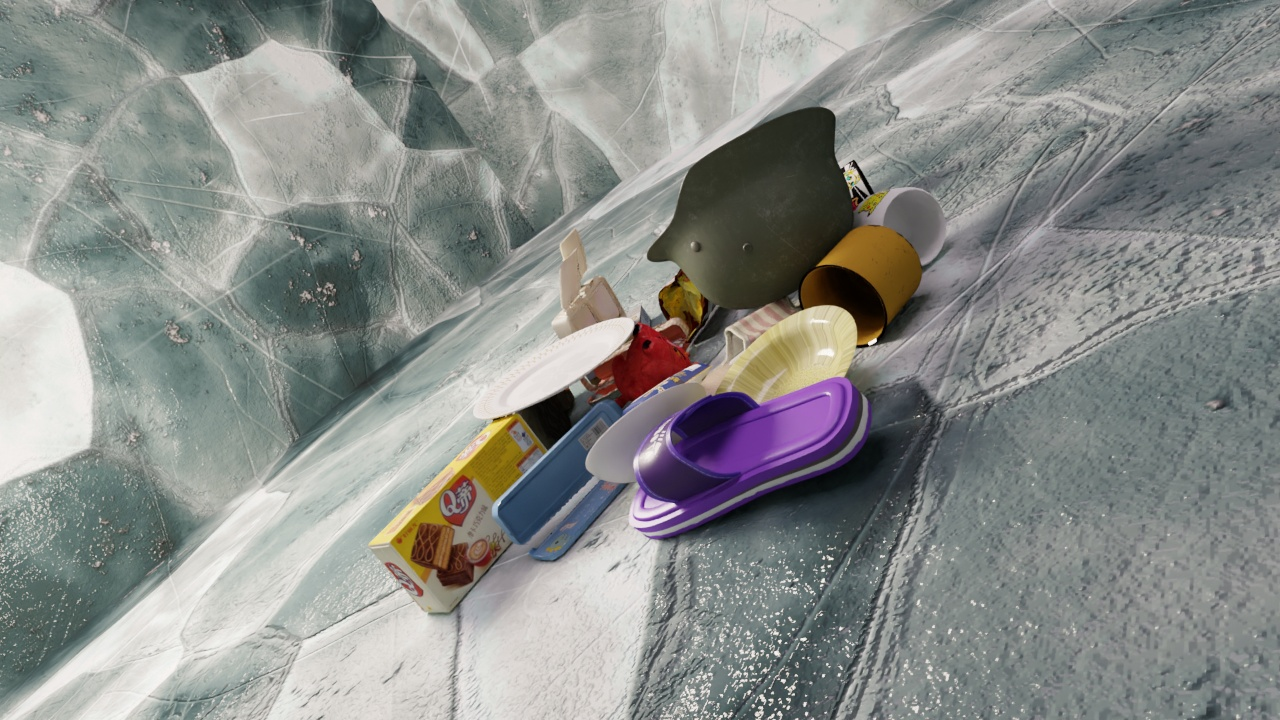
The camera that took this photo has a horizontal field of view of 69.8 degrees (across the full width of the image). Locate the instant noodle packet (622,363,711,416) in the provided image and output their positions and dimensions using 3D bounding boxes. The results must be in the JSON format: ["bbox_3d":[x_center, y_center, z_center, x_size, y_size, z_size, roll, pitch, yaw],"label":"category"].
[{"bbox_3d":[0.027,0.038,1.013,0.087,0.026,0.134,-33,-1,-14],"label":"instant noodle packet"}]

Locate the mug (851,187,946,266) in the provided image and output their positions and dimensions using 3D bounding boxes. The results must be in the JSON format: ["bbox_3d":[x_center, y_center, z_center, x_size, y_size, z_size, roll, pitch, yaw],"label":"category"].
[{"bbox_3d":[0.287,-0.142,1.052,0.115,0.094,0.068,-47,17,-12],"label":"mug"}]

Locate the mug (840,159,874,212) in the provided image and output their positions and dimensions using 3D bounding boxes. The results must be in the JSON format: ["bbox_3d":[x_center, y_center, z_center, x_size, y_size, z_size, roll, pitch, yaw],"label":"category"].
[{"bbox_3d":[0.291,-0.229,1.342,0.098,0.082,0.117,-29,-11,20],"label":"mug"}]

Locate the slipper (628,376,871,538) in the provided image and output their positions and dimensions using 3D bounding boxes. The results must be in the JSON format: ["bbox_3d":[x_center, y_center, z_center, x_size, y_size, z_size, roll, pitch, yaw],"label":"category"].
[{"bbox_3d":[0.070,0.071,0.820,0.267,0.084,0.107,-28,30,40],"label":"slipper"}]

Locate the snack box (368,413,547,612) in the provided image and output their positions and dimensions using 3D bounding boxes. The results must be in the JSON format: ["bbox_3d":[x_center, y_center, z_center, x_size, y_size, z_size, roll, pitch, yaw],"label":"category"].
[{"bbox_3d":[-0.199,0.176,1.086,0.062,0.110,0.229,-18,23,49],"label":"snack box"}]

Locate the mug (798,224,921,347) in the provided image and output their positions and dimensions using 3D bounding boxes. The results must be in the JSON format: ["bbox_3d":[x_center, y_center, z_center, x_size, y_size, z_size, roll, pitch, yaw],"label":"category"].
[{"bbox_3d":[0.228,-0.079,0.978,0.093,0.100,0.124,-44,13,-34],"label":"mug"}]

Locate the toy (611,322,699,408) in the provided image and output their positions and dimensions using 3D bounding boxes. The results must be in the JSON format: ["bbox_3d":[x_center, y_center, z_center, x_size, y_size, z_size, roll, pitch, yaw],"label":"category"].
[{"bbox_3d":[0.014,0.026,1.217,0.133,0.094,0.088,-55,36,26],"label":"toy"}]

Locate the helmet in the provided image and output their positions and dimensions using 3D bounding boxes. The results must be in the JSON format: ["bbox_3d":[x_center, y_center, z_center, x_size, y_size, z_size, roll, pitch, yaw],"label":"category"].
[{"bbox_3d":[0.140,-0.147,1.061,0.268,0.153,0.226,-30,-10,23],"label":"helmet"}]

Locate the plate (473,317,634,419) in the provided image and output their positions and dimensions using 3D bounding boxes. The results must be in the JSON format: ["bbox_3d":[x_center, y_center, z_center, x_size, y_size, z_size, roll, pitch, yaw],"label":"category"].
[{"bbox_3d":[-0.111,0.013,1.212,0.243,0.016,0.242,-27,16,8],"label":"plate"}]

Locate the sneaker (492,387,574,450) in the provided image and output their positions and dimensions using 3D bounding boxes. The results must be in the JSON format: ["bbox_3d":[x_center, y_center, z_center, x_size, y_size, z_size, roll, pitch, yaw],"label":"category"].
[{"bbox_3d":[-0.181,0.083,1.332,0.143,0.101,0.237,-29,12,6],"label":"sneaker"}]

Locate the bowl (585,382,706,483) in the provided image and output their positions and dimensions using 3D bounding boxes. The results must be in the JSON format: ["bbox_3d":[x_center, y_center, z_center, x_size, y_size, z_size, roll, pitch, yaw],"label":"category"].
[{"bbox_3d":[0.016,0.086,0.958,0.149,0.043,0.150,-31,-22,-14],"label":"bowl"}]

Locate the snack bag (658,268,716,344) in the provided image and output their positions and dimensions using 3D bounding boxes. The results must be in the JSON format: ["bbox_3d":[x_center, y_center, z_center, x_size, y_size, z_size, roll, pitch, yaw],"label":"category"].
[{"bbox_3d":[0.103,-0.124,1.343,0.067,0.139,0.207,12,41,26],"label":"snack bag"}]

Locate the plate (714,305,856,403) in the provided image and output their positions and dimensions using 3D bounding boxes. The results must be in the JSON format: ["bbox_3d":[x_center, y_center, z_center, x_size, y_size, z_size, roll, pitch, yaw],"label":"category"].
[{"bbox_3d":[0.147,0.028,0.910,0.185,0.036,0.184,-39,24,21],"label":"plate"}]

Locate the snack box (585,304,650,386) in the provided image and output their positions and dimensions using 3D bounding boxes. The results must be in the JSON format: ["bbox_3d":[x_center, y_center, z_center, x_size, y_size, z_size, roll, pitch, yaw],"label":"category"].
[{"bbox_3d":[-0.034,-0.025,1.477,0.101,0.031,0.185,-32,16,12],"label":"snack box"}]

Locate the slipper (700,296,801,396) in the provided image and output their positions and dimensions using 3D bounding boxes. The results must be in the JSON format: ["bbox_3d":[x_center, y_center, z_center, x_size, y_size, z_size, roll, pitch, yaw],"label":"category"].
[{"bbox_3d":[0.124,-0.011,1.078,0.263,0.052,0.115,-37,17,-5],"label":"slipper"}]

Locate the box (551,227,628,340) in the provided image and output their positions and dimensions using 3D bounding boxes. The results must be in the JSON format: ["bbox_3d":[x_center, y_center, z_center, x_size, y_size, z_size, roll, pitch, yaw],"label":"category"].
[{"bbox_3d":[-0.085,-0.094,1.393,0.058,0.188,0.144,-6,32,29],"label":"box"}]

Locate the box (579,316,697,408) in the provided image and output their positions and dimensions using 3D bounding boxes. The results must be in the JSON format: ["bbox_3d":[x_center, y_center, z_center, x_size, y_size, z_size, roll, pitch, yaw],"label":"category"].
[{"bbox_3d":[-0.009,0.005,1.300,0.187,0.056,0.070,-29,49,25],"label":"box"}]

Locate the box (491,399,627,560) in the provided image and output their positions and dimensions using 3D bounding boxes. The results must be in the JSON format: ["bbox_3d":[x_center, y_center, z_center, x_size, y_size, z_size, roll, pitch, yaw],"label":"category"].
[{"bbox_3d":[-0.068,0.127,1.033,0.086,0.073,0.208,-7,32,51],"label":"box"}]
